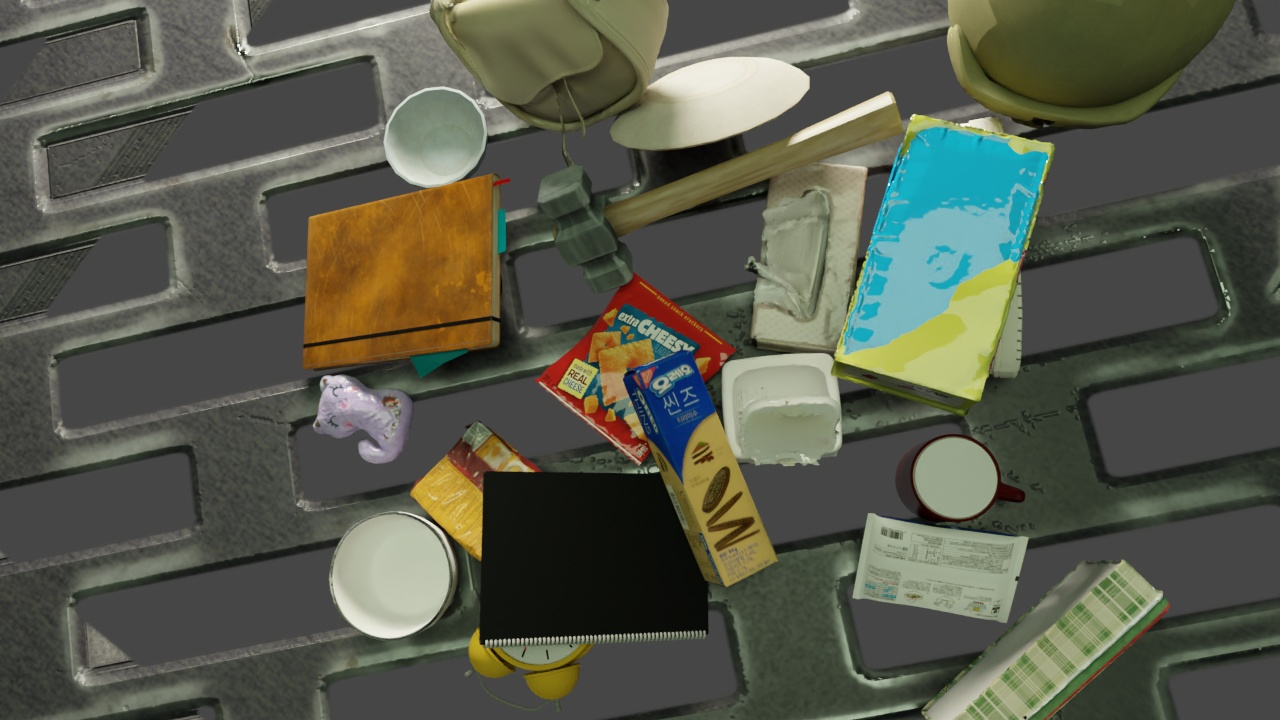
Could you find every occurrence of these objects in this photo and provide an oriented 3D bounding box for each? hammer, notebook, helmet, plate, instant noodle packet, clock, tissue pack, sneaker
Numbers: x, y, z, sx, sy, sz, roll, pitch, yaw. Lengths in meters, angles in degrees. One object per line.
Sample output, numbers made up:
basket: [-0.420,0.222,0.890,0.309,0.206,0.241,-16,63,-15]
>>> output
hammer: [0.070,-0.161,0.821,0.323,0.117,0.051,-18,39,16]
notebook: [-0.227,-0.073,0.880,0.250,0.014,0.178,-6,79,27]
notebook: [-0.038,0.175,0.818,0.206,0.016,0.149,3,80,-18]
helmet: [0.362,-0.309,0.759,0.250,0.256,0.232,15,80,10]
plate: [0.059,-0.247,0.848,0.189,0.188,0.027,-16,122,4]
instant noodle packet: [-0.144,0.123,0.853,0.135,0.040,0.098,36,73,27]
instant noodle packet: [0.260,0.182,0.803,0.134,0.026,0.087,8,111,8]
clock: [-0.095,0.240,0.840,0.113,0.052,0.151,17,79,9]
tissue pack: [0.152,-0.098,0.860,0.104,0.071,0.181,8,86,7]
sneaker: [0.288,-0.098,0.837,0.104,0.090,0.236,-7,85,22]

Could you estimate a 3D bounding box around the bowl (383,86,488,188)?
bowl: [-0.203,-0.220,0.933,0.106,0.039,0.106,-1,81,7]

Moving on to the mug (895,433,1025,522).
mug: [0.282,0.107,0.799,0.106,0.082,0.073,13,82,9]

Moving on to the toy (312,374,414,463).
toy: [-0.273,0.058,0.899,0.100,0.036,0.080,10,86,7]

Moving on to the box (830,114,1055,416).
box: [0.246,-0.079,0.754,0.124,0.082,0.220,15,82,13]

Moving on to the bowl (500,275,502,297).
bowl: [-0.173,-0.071,0.892,0.124,0.052,0.124,-5,80,27]

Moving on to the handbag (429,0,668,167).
handbag: [-0.079,-0.269,0.822,0.230,0.184,0.131,4,76,46]

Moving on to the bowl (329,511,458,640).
bowl: [-0.221,0.198,0.854,0.116,0.065,0.116,-1,80,6]

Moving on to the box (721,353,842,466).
box: [0.124,0.041,0.807,0.110,0.130,0.103,-5,79,8]

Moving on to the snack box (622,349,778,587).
snack box: [0.051,0.095,0.818,0.056,0.057,0.206,-22,90,-16]

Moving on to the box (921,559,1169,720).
box: [0.327,0.248,0.756,0.205,0.118,0.050,-41,74,-3]

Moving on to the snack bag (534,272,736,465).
snack bag: [-0.005,0.005,0.872,0.131,0.039,0.144,38,78,11]
